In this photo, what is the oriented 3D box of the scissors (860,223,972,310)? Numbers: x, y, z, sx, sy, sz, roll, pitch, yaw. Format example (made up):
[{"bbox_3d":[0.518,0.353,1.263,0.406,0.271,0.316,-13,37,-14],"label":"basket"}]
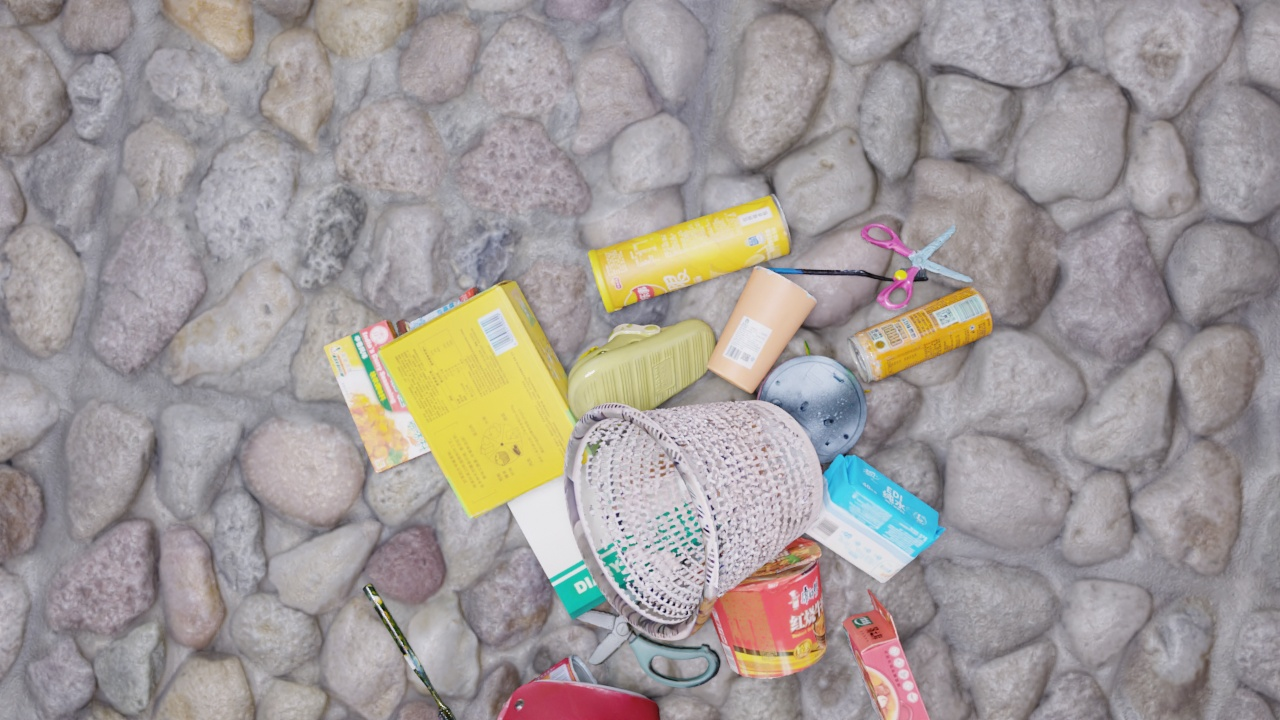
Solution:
[{"bbox_3d":[0.299,-0.113,1.013,0.133,0.017,0.135,-41,73,-14],"label":"scissors"}]

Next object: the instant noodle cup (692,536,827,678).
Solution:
[{"bbox_3d":[0.132,0.261,0.971,0.138,0.138,0.108,-13,98,1],"label":"instant noodle cup"}]

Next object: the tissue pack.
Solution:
[{"bbox_3d":[0.244,0.167,0.981,0.140,0.063,0.090,33,124,-3],"label":"tissue pack"}]

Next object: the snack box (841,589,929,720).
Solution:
[{"bbox_3d":[0.254,0.321,0.969,0.044,0.113,0.127,-20,88,2],"label":"snack box"}]

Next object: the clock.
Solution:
[{"bbox_3d":[0.171,0.068,1.002,0.117,0.060,0.158,39,89,1],"label":"clock"}]

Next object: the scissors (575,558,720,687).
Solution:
[{"bbox_3d":[0.025,0.294,1.024,0.179,0.019,0.170,39,89,1],"label":"scissors"}]

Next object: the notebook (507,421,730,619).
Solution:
[{"bbox_3d":[-0.022,0.171,1.016,0.209,0.012,0.150,-30,87,1],"label":"notebook"}]

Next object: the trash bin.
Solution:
[{"bbox_3d":[0.063,0.131,0.903,0.191,0.228,0.227,-15,89,-36],"label":"trash bin"}]

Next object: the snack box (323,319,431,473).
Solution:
[{"bbox_3d":[-0.288,0.041,1.031,0.077,0.027,0.155,-23,89,0],"label":"snack box"}]

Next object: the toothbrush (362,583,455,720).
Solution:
[{"bbox_3d":[-0.261,0.333,1.031,0.012,0.017,0.186,-32,88,8],"label":"toothbrush"}]

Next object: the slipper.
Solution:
[{"bbox_3d":[-0.006,0.006,0.989,0.190,0.082,0.092,-24,125,-29],"label":"slipper"}]

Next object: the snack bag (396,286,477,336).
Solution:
[{"bbox_3d":[-0.223,-0.043,1.031,0.104,0.026,0.048,-21,80,1],"label":"snack bag"}]

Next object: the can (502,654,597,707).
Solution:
[{"bbox_3d":[-0.096,0.375,1.002,0.094,0.066,0.066,-34,88,1],"label":"can"}]

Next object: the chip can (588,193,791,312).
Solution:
[{"bbox_3d":[0.053,-0.118,1.001,0.213,0.072,0.072,-18,89,1],"label":"chip can"}]

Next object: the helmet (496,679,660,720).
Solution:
[{"bbox_3d":[-0.074,0.452,0.928,0.206,0.144,0.240,25,107,-29],"label":"helmet"}]

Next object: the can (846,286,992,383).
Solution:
[{"bbox_3d":[0.304,-0.028,0.999,0.146,0.058,0.058,-22,89,1],"label":"can"}]

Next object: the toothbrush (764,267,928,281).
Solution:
[{"bbox_3d":[0.226,-0.099,1.025,0.189,0.014,0.016,3,88,3],"label":"toothbrush"}]

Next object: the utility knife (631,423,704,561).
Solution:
[{"bbox_3d":[0.040,0.148,1.030,0.031,0.022,0.213,-24,93,5],"label":"utility knife"}]

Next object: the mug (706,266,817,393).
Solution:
[{"bbox_3d":[0.127,-0.030,0.993,0.078,0.078,0.122,31,89,2],"label":"mug"}]

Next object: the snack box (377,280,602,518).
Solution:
[{"bbox_3d":[-0.159,0.041,0.985,0.158,0.070,0.210,-27,96,11],"label":"snack box"}]
